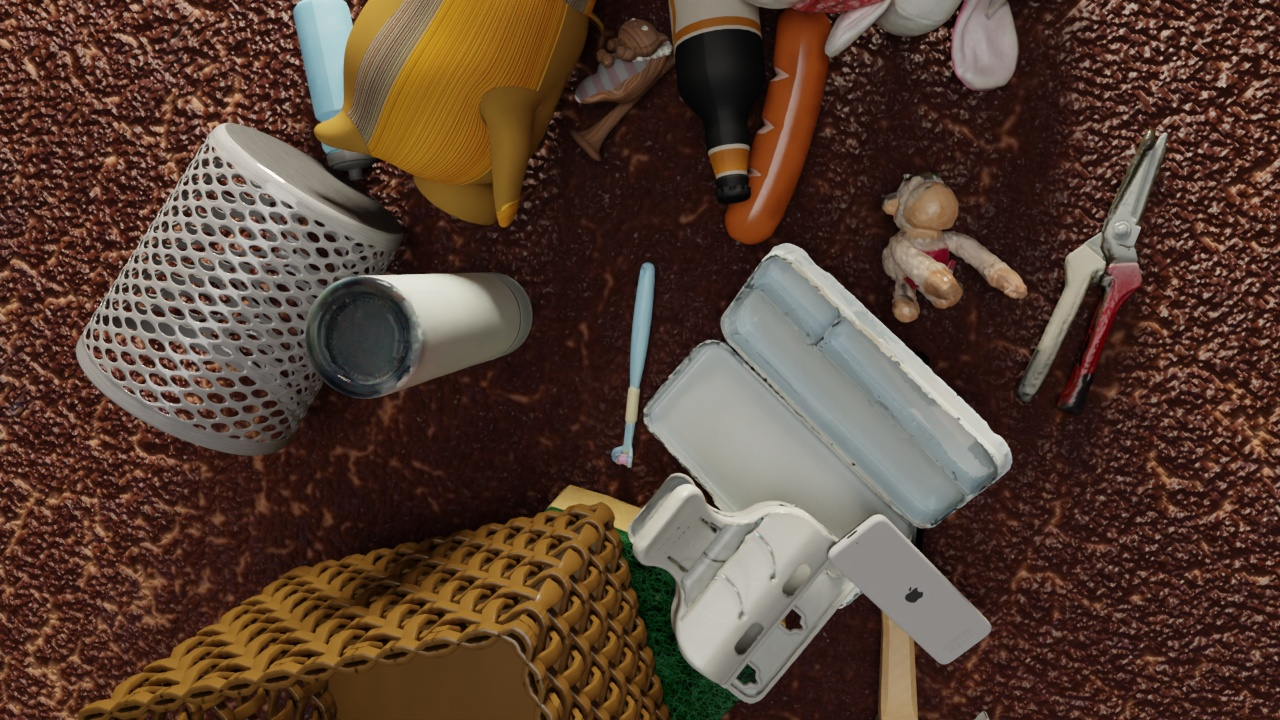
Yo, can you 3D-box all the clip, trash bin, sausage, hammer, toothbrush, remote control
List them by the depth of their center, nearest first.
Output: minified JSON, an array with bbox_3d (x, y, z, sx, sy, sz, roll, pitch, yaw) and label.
[{"bbox_3d":[0.061,0.139,0.600,0.144,0.074,0.124,41,86,-7],"label":"clip"},{"bbox_3d":[0.181,0.154,0.609,0.045,0.008,0.146,-41,116,11],"label":"remote control"},{"bbox_3d":[0.097,-0.160,0.632,0.044,0.039,0.164,17,100,14],"label":"sausage"},{"bbox_3d":[-0.275,-0.053,0.652,0.156,0.156,0.183,35,99,3],"label":"trash bin"},{"bbox_3d":[0.186,0.158,0.663,0.131,0.039,0.328,-1,97,8],"label":"hammer"},{"bbox_3d":[-0.004,0.004,0.684,0.022,0.016,0.155,17,103,45],"label":"toothbrush"}]

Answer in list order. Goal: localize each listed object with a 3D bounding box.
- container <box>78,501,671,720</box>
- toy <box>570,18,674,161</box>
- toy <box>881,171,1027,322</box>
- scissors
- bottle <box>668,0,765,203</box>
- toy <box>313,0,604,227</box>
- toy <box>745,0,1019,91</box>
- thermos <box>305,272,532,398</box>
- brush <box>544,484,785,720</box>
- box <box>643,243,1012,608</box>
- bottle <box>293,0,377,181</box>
[{"bbox_3d":[-0.127,0.240,0.556,0.252,0.214,0.219,-14,95,11],"label":"container"},{"bbox_3d":[-0.014,-0.195,0.642,0.102,0.055,0.041,-44,50,6],"label":"toy"},{"bbox_3d":[0.202,-0.081,0.617,0.085,0.074,0.106,-7,74,-21],"label":"toy"},{"bbox_3d":[0.318,-0.054,0.623,0.188,0.015,0.146,-38,89,12],"label":"scissors"},{"bbox_3d":[0.053,-0.196,0.611,0.059,0.059,0.181,-6,88,10],"label":"bottle"},{"bbox_3d":[-0.101,-0.210,0.603,0.198,0.162,0.204,48,114,23],"label":"toy"},{"bbox_3d":[0.158,-0.246,0.580,0.194,0.084,0.159,-10,95,-15],"label":"toy"},{"bbox_3d":[-0.129,-0.023,0.591,0.068,0.229,0.068,1,96,9],"label":"thermos"},{"bbox_3d":[-0.030,0.242,0.690,0.195,0.075,0.250,30,101,4],"label":"brush"},{"bbox_3d":[0.118,0.049,0.631,0.210,0.061,0.193,44,127,14],"label":"box"},{"bbox_3d":[-0.223,-0.198,0.679,0.040,0.040,0.130,-9,96,10],"label":"bottle"}]
